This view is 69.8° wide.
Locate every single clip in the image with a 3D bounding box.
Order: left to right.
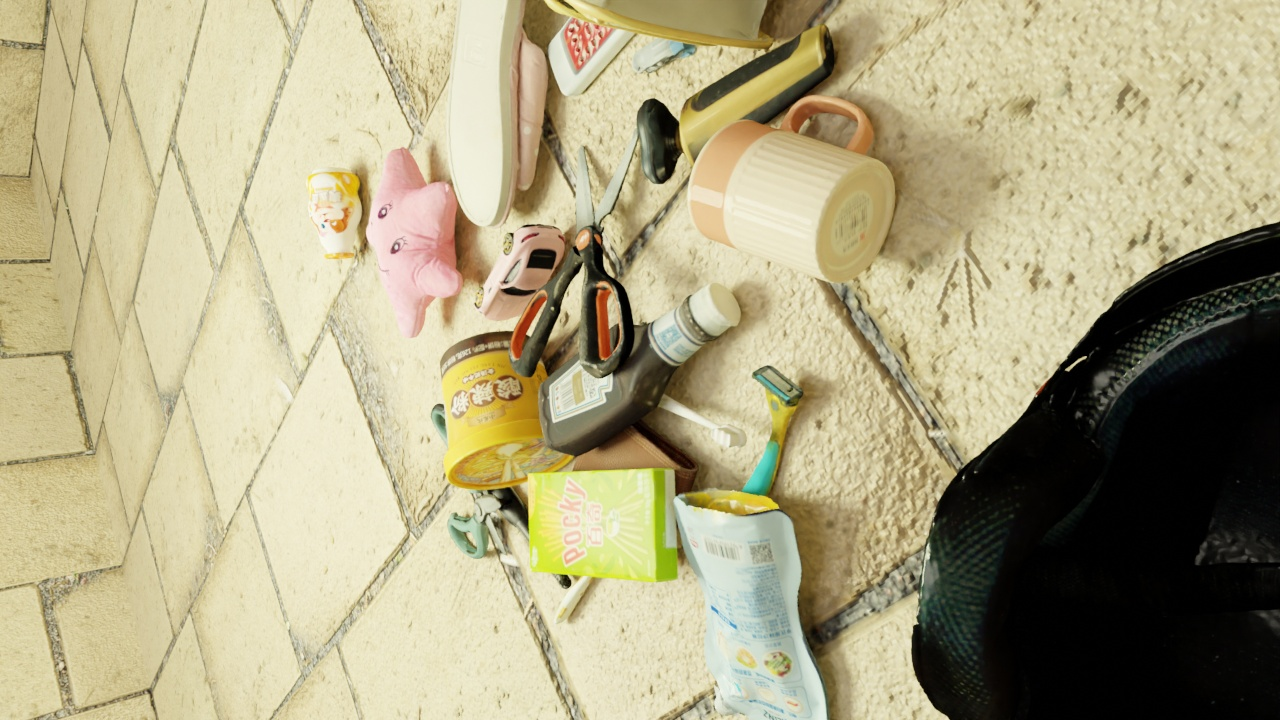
[{"bbox_3d":[0.018,-0.238,0.708,0.058,0.036,0.025,-17,84,45],"label":"clip"}]

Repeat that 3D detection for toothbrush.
[{"bbox_3d":[-0.128,0.146,0.914,0.212,0.026,0.027,47,166,34],"label":"toothbrush"},{"bbox_3d":[-0.043,0.180,0.828,0.018,0.016,0.192,50,128,27],"label":"toothbrush"},{"bbox_3d":[0.022,0.036,0.718,0.180,0.016,0.016,25,114,55],"label":"toothbrush"}]

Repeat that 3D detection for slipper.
[{"bbox_3d":[-0.127,-0.258,0.841,0.114,0.054,0.275,23,115,45],"label":"slipper"}]

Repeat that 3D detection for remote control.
[{"bbox_3d":[-0.032,-0.277,0.756,0.136,0.020,0.056,-34,71,45],"label":"remote control"}]

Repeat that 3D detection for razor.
[{"bbox_3d":[0.062,-0.180,0.635,0.168,0.067,0.062,-22,39,42],"label":"razor"},{"bbox_3d":[0.087,0.070,0.658,0.043,0.028,0.133,41,127,46],"label":"razor"}]

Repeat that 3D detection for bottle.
[{"bbox_3d":[-0.373,-0.179,1.124,0.063,0.063,0.108,-1,95,49],"label":"bottle"},{"bbox_3d":[-0.004,0.004,0.721,0.195,0.044,0.079,-36,50,33],"label":"bottle"}]

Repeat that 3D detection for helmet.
[{"bbox_3d":[0.246,0.088,0.333,0.234,0.229,0.275,23,102,35],"label":"helmet"}]

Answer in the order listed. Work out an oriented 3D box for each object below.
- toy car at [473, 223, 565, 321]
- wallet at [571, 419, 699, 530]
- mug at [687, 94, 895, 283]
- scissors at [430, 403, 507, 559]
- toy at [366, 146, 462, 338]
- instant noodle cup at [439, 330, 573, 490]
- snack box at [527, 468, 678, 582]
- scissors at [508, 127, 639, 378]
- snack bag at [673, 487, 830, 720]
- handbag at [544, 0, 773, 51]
[{"bbox_3d":[-0.110,-0.077,0.844,0.123,0.056,0.037,-53,50,39],"label":"toy car"},{"bbox_3d":[-0.009,0.104,0.757,0.124,0.032,0.101,35,109,43],"label":"wallet"},{"bbox_3d":[0.104,-0.115,0.588,0.106,0.081,0.114,30,87,41],"label":"mug"},{"bbox_3d":[-0.185,0.129,0.951,0.172,0.019,0.170,-36,75,59],"label":"scissors"},{"bbox_3d":[-0.237,-0.139,0.965,0.179,0.074,0.194,-40,64,43],"label":"toy"},{"bbox_3d":[-0.128,0.044,0.840,0.119,0.118,0.114,-40,57,43],"label":"instant noodle cup"},{"bbox_3d":[-0.035,0.131,0.740,0.157,0.026,0.085,-8,80,46],"label":"snack box"},{"bbox_3d":[-0.052,-0.076,0.755,0.228,0.021,0.220,-46,46,28],"label":"scissors"},{"bbox_3d":[0.080,0.189,0.664,0.110,0.038,0.191,-3,105,39],"label":"snack bag"},{"bbox_3d":[-0.009,-0.262,0.626,0.179,0.163,0.063,37,122,41],"label":"handbag"}]
